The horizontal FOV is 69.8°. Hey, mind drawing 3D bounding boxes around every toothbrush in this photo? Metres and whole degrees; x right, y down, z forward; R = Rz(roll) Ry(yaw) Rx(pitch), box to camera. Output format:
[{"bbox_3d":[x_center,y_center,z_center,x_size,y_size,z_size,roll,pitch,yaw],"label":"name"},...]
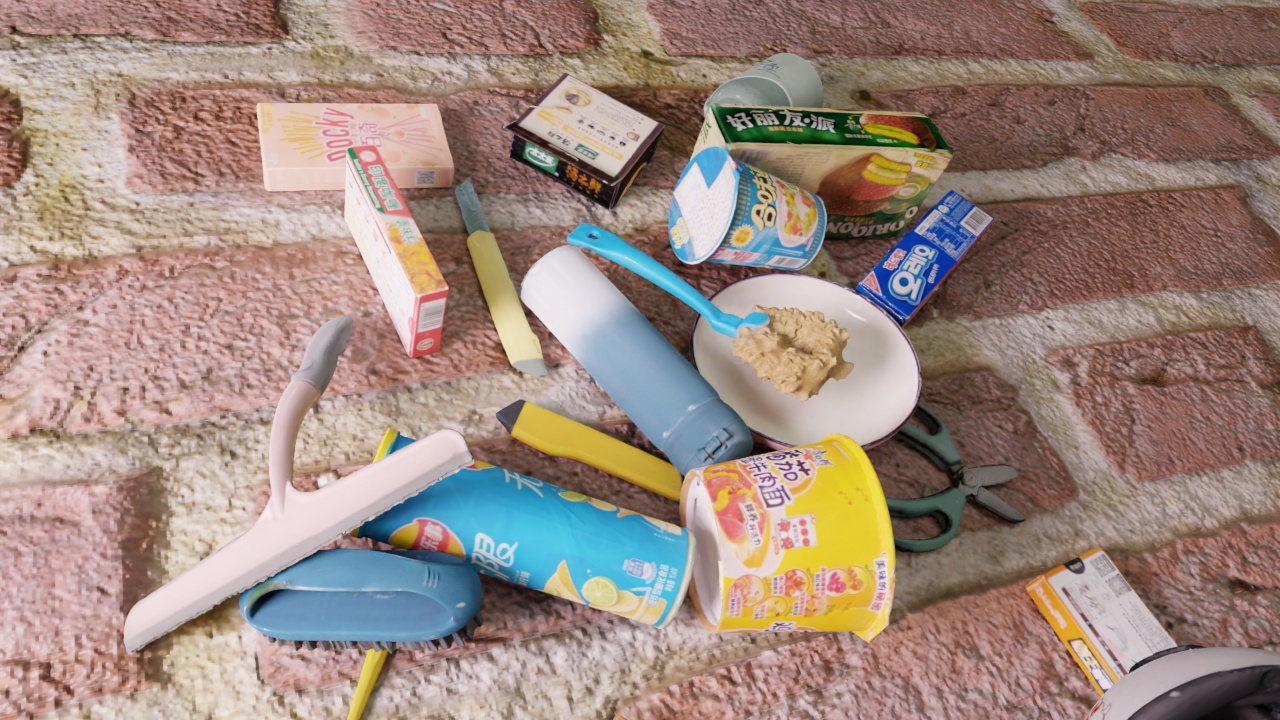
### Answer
[{"bbox_3d":[-0.160,0.176,0.563,0.015,0.017,0.189,17,51,-5],"label":"toothbrush"}]

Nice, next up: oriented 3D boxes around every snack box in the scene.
[{"bbox_3d":[-0.193,-0.086,0.711,0.027,0.077,0.155,-16,61,-28],"label":"snack box"},{"bbox_3d":[0.163,-0.176,0.871,0.239,0.115,0.063,-4,54,-20],"label":"snack box"},{"bbox_3d":[0.265,-0.089,0.875,0.057,0.058,0.206,39,52,12],"label":"snack box"},{"bbox_3d":[-0.249,-0.188,0.803,0.157,0.026,0.084,-6,56,-22],"label":"snack box"},{"bbox_3d":[0.369,0.222,0.695,0.075,0.026,0.153,-15,61,-28],"label":"snack box"},{"bbox_3d":[-0.054,-0.205,0.862,0.113,0.053,0.125,29,51,4],"label":"snack box"}]

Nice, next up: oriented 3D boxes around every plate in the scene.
[{"bbox_3d":[0.133,0.007,0.761,0.192,0.039,0.192,4,50,-5],"label":"plate"}]

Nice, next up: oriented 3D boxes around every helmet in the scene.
[{"bbox_3d":[0.382,0.278,0.560,0.274,0.230,0.156,28,8,6],"label":"helmet"}]

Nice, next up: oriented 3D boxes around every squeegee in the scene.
[{"bbox_3d":[-0.216,0.031,0.596,0.248,0.040,0.249,-30,33,12],"label":"squeegee"}]

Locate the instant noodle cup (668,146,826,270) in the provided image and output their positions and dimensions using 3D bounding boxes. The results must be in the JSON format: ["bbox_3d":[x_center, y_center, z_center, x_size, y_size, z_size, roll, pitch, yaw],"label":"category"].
[{"bbox_3d":[0.096,-0.120,0.781,0.109,0.099,0.099,10,50,-30],"label":"instant noodle cup"}]

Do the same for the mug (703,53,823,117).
[{"bbox_3d":[0.115,-0.263,0.951,0.112,0.082,0.106,19,44,37],"label":"mug"}]

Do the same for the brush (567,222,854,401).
[{"bbox_3d":[0.052,-0.048,0.734,0.255,0.046,0.083,31,54,13],"label":"brush"}]

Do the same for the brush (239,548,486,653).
[{"bbox_3d":[-0.165,0.135,0.537,0.144,0.074,0.055,0,54,4],"label":"brush"}]

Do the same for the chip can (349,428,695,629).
[{"bbox_3d":[-0.073,0.110,0.593,0.210,0.071,0.071,20,50,-10],"label":"chip can"}]

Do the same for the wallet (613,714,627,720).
[{"bbox_3d":[0.000,0.288,0.524,0.108,0.031,0.131,31,50,4],"label":"wallet"}]

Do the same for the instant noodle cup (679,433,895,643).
[{"bbox_3d":[0.091,0.121,0.617,0.109,0.138,0.137,-5,55,-11],"label":"instant noodle cup"}]

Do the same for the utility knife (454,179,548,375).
[{"bbox_3d":[-0.121,-0.074,0.763,0.030,0.022,0.212,-9,64,-26],"label":"utility knife"}]

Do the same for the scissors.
[{"bbox_3d":[0.231,0.082,0.762,0.170,0.019,0.180,-10,57,-23],"label":"scissors"}]

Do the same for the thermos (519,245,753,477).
[{"bbox_3d":[-0.004,0.004,0.709,0.070,0.070,0.220,-29,65,-33],"label":"thermos"}]

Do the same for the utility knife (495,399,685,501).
[{"bbox_3d":[-0.028,0.071,0.686,0.170,0.015,0.033,24,56,-1],"label":"utility knife"}]
